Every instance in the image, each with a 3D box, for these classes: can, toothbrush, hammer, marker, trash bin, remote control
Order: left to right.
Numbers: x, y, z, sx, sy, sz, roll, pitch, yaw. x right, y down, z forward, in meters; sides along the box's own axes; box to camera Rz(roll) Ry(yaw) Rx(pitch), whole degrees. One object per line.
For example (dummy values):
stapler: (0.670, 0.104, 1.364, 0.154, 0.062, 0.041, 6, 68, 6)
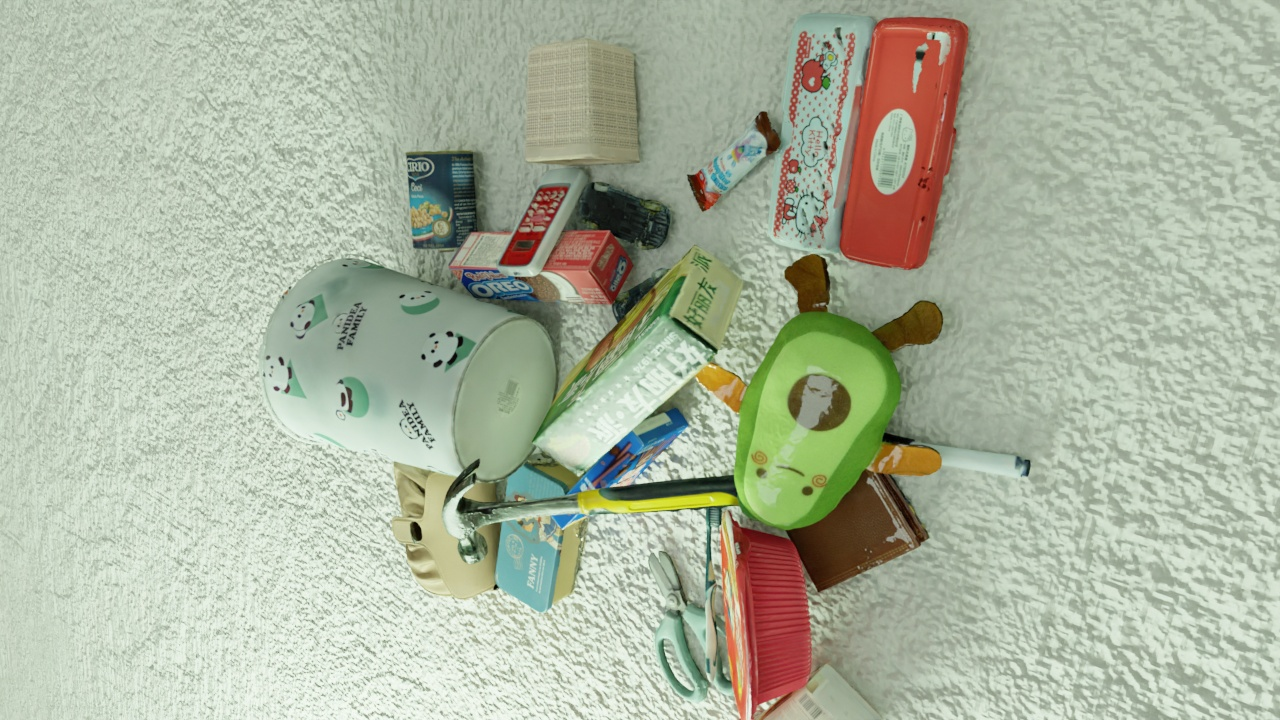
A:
trash bin: (-0.246, 0.016, 1.021, 0.252, 0.229, 0.230, 15, 109, 27)
can: (-0.225, -0.182, 1.045, 0.075, 0.075, 0.111, 7, 105, 35)
remote control: (-0.101, -0.144, 0.946, 0.056, 0.020, 0.135, 5, 61, 38)
hammer: (-0.039, 0.139, 0.907, 0.323, 0.031, 0.126, -6, 131, 7)
toothbrush: (0.075, 0.237, 0.944, 0.018, 0.016, 0.191, 0, 92, 24)
marker: (0.264, 0.080, 0.785, 0.131, 0.018, 0.022, 6, 94, 35)

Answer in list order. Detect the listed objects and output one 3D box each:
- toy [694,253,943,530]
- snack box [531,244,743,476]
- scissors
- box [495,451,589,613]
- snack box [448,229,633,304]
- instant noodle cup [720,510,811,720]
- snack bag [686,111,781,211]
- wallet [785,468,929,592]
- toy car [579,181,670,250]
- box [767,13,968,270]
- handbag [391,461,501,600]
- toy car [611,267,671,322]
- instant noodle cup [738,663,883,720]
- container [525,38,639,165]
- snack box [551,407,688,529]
toy: (0.152, 0.040, 0.797, 0.227, 0.089, 0.247, 24, 101, 22)
snack box: (-0.005, 0.005, 0.877, 0.063, 0.114, 0.241, 37, 132, -11)
scissors: (0.059, 0.279, 0.978, 0.140, 0.019, 0.180, -14, 90, 38)
box: (-0.113, 0.202, 1.059, 0.090, 0.059, 0.184, 20, 110, 32)
snack box: (-0.109, -0.101, 0.974, 0.208, 0.058, 0.057, 6, 147, 37)
instant noodle cup: (0.115, 0.234, 0.849, 0.066, 0.193, 0.194, -4, 99, 1)
snack bag: (0.087, -0.183, 0.849, 0.106, 0.026, 0.045, -38, 54, 36)
wallet: (0.188, 0.146, 0.848, 0.125, 0.032, 0.101, -38, 75, 35)
toy car: (-0.015, -0.147, 0.928, 0.106, 0.031, 0.049, 26, 111, 28)
box: (0.182, -0.185, 0.773, 0.158, 0.037, 0.201, 16, 110, 33)
handbag: (-0.236, 0.194, 1.120, 0.148, 0.099, 0.204, 2, 105, 40)
toy car: (0.010, -0.060, 0.927, 0.091, 0.034, 0.043, -31, 79, 38)
instant noodle cup: (0.157, 0.366, 0.874, 0.116, 0.116, 0.124, 44, 111, 20)
container: (-0.058, -0.251, 0.902, 0.090, 0.089, 0.111, 6, 101, 35)
snack box: (-0.023, 0.114, 0.958, 0.026, 0.084, 0.158, 51, 124, 15)
